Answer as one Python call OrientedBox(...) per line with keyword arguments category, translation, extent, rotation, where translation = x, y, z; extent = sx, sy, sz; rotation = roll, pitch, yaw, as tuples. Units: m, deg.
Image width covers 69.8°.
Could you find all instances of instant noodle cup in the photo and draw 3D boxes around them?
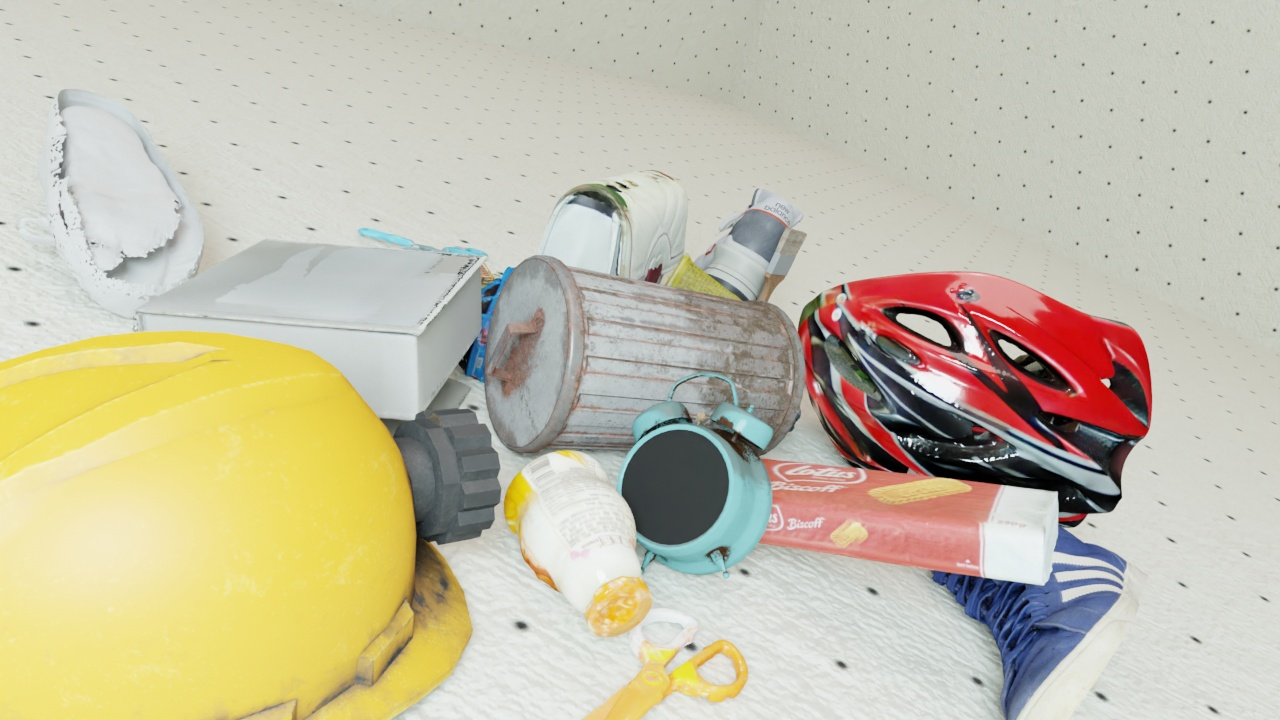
OrientedBox(category="instant noodle cup", translation=(0.062, -0.030, 0.840), extent=(0.108, 0.102, 0.102), rotation=(30, 22, 2))

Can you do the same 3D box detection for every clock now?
OrientedBox(category="clock", translation=(0.032, 0.065, 0.544), extent=(0.090, 0.124, 0.053), rotation=(-3, -20, 25))

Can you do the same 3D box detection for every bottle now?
OrientedBox(category="bottle", translation=(-0.032, 0.097, 0.493), extent=(0.063, 0.063, 0.108), rotation=(6, 27, -30))

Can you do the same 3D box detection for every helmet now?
OrientedBox(category="helmet", translation=(-0.180, 0.055, 0.376), extent=(0.254, 0.131, 0.205), rotation=(-3, 31, -41))
OrientedBox(category="helmet", translation=(0.248, 0.029, 0.714), extent=(0.272, 0.218, 0.166), rotation=(20, 66, 6))

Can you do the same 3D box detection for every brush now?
OrientedBox(category="brush", translation=(0.118, -0.059, 0.879), extent=(0.008, 0.143, 0.045), rotation=(31, 16, 24))

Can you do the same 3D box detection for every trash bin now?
OrientedBox(category="trash bin", translation=(-0.004, 0.004, 0.649), extent=(0.210, 0.131, 0.131), rotation=(7, 25, -32))

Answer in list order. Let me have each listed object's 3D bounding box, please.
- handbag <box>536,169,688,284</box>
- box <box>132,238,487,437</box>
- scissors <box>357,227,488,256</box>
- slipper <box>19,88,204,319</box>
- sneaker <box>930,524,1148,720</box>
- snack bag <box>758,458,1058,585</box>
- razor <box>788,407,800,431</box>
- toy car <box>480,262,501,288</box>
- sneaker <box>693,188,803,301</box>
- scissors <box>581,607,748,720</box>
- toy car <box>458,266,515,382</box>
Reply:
OrientedBox(category="handbag", translation=(-0.022, -0.110, 0.893), extent=(0.096, 0.142, 0.198), rotation=(26, 24, 12))
OrientedBox(category="box", translation=(-0.240, 0.110, 0.638), extent=(0.171, 0.405, 0.168), rotation=(18, 22, -2))
OrientedBox(category="scissors", translation=(-0.210, -0.113, 0.897), extent=(0.135, 0.015, 0.135), rotation=(15, 5, 16))
OrientedBox(category="slipper", translation=(-0.394, -0.114, 0.675), extent=(0.112, 0.075, 0.246), rotation=(-7, 43, -37))
OrientedBox(category="sneaker", translation=(0.226, 0.139, 0.563), extent=(0.118, 0.092, 0.232), rotation=(37, 26, 27))
OrientedBox(category="snack bag", translation=(0.131, 0.092, 0.561), extent=(0.226, 0.041, 0.077), rotation=(5, 14, 28))
OrientedBox(category="razor", translation=(0.066, 0.025, 0.779), extent=(0.143, 0.052, 0.047), rotation=(16, 18, 18))
OrientedBox(category="toy car", translation=(-0.145, -0.063, 0.791), extent=(0.111, 0.047, 0.047), rotation=(-4, 49, -45))
OrientedBox(category="sneaker", translation=(0.119, -0.116, 0.971), extent=(0.089, 0.124, 0.239), rotation=(33, 6, -2))
OrientedBox(category="scissors", translation=(0.001, 0.155, 0.447), extent=(0.070, 0.013, 0.130), rotation=(31, 23, 30))
OrientedBox(category="toy car", translation=(-0.113, -0.033, 0.724), extent=(0.043, 0.056, 0.120), rotation=(19, 35, -4))
